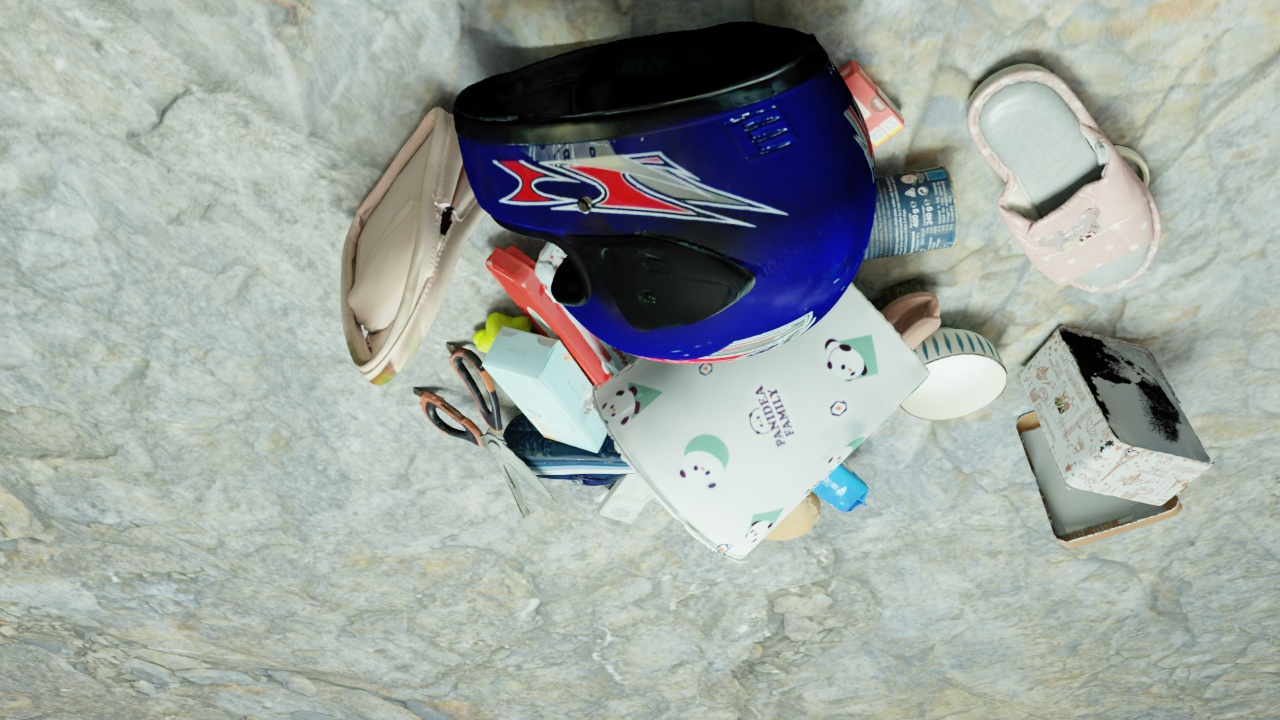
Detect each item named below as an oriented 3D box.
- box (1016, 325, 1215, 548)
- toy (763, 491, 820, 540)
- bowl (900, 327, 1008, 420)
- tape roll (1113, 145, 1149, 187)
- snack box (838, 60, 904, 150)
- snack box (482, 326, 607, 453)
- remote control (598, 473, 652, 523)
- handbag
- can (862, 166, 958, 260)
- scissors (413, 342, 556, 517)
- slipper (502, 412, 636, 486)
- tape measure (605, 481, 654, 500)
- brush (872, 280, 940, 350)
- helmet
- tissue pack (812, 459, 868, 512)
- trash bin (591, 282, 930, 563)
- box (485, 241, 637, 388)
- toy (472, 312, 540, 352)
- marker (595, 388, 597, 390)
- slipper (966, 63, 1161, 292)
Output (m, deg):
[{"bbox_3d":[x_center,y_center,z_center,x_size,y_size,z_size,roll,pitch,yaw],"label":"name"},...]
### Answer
[{"bbox_3d":[0.497,0.093,1.024,0.154,0.182,0.185,14,133,-14],"label":"box"},{"bbox_3d":[0.119,0.176,1.188,0.226,0.082,0.144,13,151,5],"label":"toy"},{"bbox_3d":[0.335,0.006,1.007,0.116,0.066,0.117,0,140,-1],"label":"bowl"},{"bbox_3d":[0.428,-0.162,0.858,0.086,0.013,0.086,0,138,0],"label":"tape roll"},{"bbox_3d":[0.150,-0.191,0.819,0.075,0.025,0.153,34,128,-31],"label":"snack box"},{"bbox_3d":[-0.095,0.034,0.986,0.074,0.051,0.175,13,155,27],"label":"snack box"},{"bbox_3d":[-0.008,0.166,1.170,0.049,0.024,0.125,19,134,-16],"label":"remote control"},{"bbox_3d":[-0.196,-0.082,0.786,0.093,0.233,0.194,28,131,-25],"label":"handbag"},{"bbox_3d":[0.230,-0.133,0.846,0.111,0.075,0.075,-8,138,8],"label":"can"},{"bbox_3d":[-0.179,0.081,1.055,0.226,0.015,0.189,24,124,20],"label":"scissors"},{"bbox_3d":[-0.038,0.103,1.089,0.253,0.105,0.095,-7,140,6],"label":"slipper"},{"bbox_3d":[-0.006,0.156,1.202,0.066,0.033,0.066,-25,130,28],"label":"tape measure"},{"bbox_3d":[0.260,-0.021,0.975,0.063,0.072,0.146,24,131,-24],"label":"brush"},{"bbox_3d":[0.025,-0.118,0.727,0.316,0.246,0.241,1,123,21],"label":"helmet"},{"bbox_3d":[0.211,0.123,1.120,0.157,0.095,0.052,36,97,-34],"label":"tissue pack"},{"bbox_3d":[0.121,0.028,0.887,0.252,0.229,0.229,-42,126,11],"label":"trash bin"},{"bbox_3d":[-0.058,-0.061,0.950,0.101,0.095,0.201,-47,135,-11],"label":"box"},{"bbox_3d":[-0.137,-0.012,1.017,0.100,0.031,0.097,25,131,-25],"label":"toy"},{"bbox_3d":[-0.006,0.006,1.046,0.132,0.020,0.022,-30,109,31],"label":"marker"},{"bbox_3d":[0.383,-0.149,0.822,0.114,0.054,0.274,-27,125,31],"label":"slipper"}]
